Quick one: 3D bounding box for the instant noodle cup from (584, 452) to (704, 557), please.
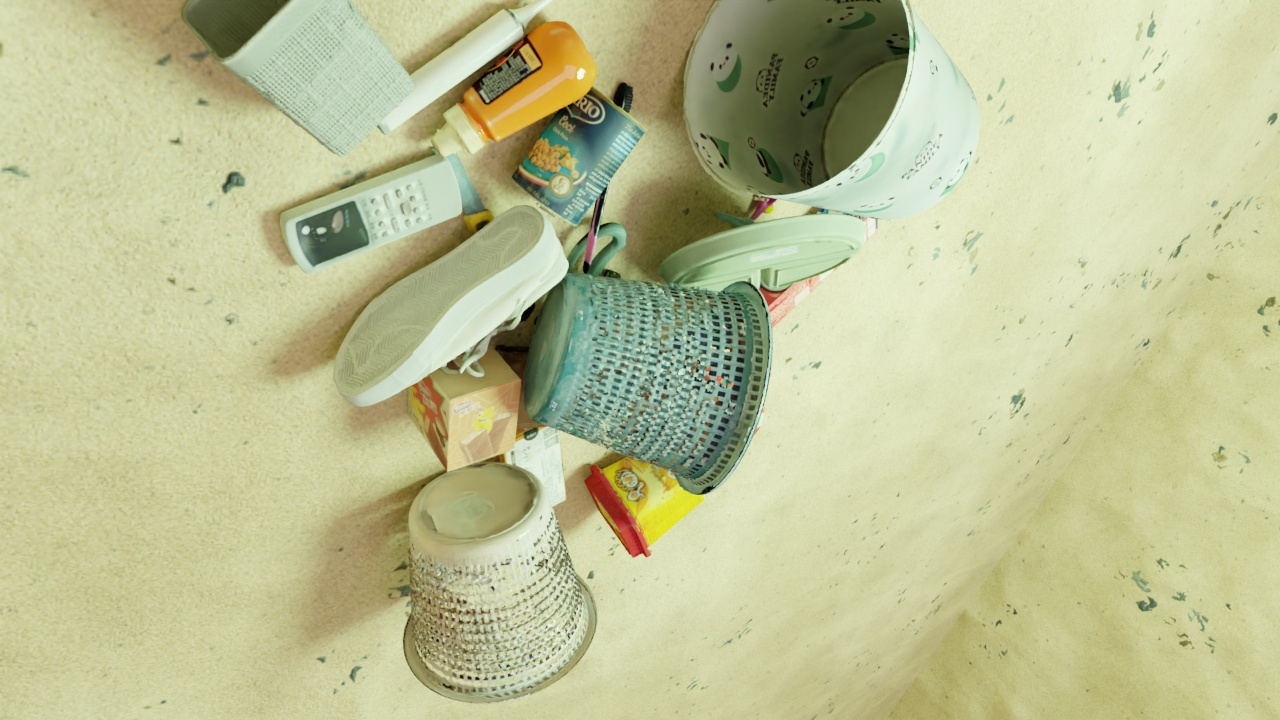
[{"bbox_3d":[0.009,0.173,1.197,0.123,0.116,0.116,-33,142,-11],"label":"instant noodle cup"}]

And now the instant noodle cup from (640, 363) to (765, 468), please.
[{"bbox_3d":[0.084,0.065,1.162,0.108,0.138,0.138,-10,132,-49],"label":"instant noodle cup"}]

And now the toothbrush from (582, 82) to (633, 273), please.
[{"bbox_3d":[-0.033,-0.174,0.891,0.017,0.014,0.189,-13,124,-48],"label":"toothbrush"}]

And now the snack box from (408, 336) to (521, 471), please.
[{"bbox_3d":[-0.177,0.038,0.910,0.076,0.093,0.095,-18,136,-32],"label":"snack box"}]

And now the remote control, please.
[{"bbox_3d":[-0.222,-0.122,0.767,0.149,0.021,0.058,-27,139,-19],"label":"remote control"}]

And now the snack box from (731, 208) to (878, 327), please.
[{"bbox_3d":[0.205,-0.123,1.149,0.207,0.057,0.058,-42,152,-5],"label":"snack box"}]

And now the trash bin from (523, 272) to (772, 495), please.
[{"bbox_3d":[-0.005,0.005,0.922,0.195,0.226,0.227,15,117,-18],"label":"trash bin"}]

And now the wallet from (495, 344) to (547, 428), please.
[{"bbox_3d":[-0.109,0.026,1.010,0.124,0.032,0.101,-2,126,-32],"label":"wallet"}]

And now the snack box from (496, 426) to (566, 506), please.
[{"bbox_3d":[-0.131,0.130,1.100,0.075,0.026,0.154,-25,139,-24],"label":"snack box"}]

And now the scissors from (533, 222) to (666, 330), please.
[{"bbox_3d":[-0.027,-0.077,0.986,0.174,0.019,0.170,-5,135,-26],"label":"scissors"}]

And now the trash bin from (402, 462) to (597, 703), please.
[{"bbox_3d":[-0.169,0.231,1.028,0.227,0.227,0.192,-23,125,-28],"label":"trash bin"}]

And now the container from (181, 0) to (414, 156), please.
[{"bbox_3d":[-0.227,-0.212,0.628,0.090,0.090,0.114,-44,146,-1],"label":"container"}]

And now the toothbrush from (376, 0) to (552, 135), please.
[{"bbox_3d":[-0.124,-0.255,0.736,0.221,0.027,0.026,-39,105,-8],"label":"toothbrush"}]

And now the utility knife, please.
[{"bbox_3d":[-0.144,-0.112,0.864,0.033,0.015,0.231,-37,142,-13],"label":"utility knife"}]

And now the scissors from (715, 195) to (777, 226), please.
[{"bbox_3d":[0.133,-0.160,1.088,0.133,0.017,0.136,-46,145,8],"label":"scissors"}]

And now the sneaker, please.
[{"bbox_3d":[-0.169,-0.038,0.847,0.242,0.089,0.091,-39,147,-4],"label":"sneaker"}]

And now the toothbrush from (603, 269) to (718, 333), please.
[{"bbox_3d":[0.026,-0.064,1.067,0.212,0.026,0.027,22,101,-47],"label":"toothbrush"}]

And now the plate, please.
[{"bbox_3d":[0.134,-0.109,1.007,0.230,0.027,0.230,-11,171,-2],"label":"plate"}]

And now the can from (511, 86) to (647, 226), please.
[{"bbox_3d":[-0.056,-0.185,0.828,0.111,0.075,0.075,-53,143,10],"label":"can"}]

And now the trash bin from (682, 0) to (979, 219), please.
[{"bbox_3d":[0.206,-0.251,0.911,0.251,0.229,0.230,3,122,-53],"label":"trash bin"}]

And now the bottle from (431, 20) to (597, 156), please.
[{"bbox_3d":[-0.109,-0.218,0.763,0.149,0.066,0.067,-35,143,-1],"label":"bottle"}]
